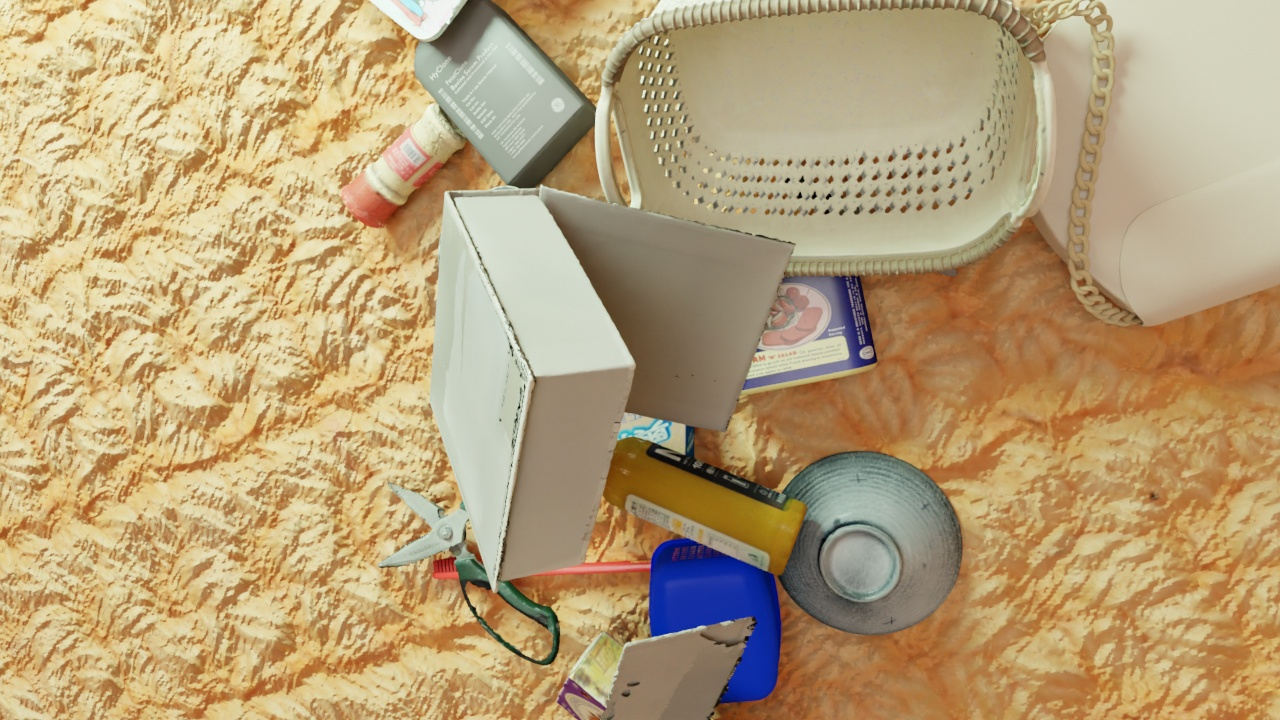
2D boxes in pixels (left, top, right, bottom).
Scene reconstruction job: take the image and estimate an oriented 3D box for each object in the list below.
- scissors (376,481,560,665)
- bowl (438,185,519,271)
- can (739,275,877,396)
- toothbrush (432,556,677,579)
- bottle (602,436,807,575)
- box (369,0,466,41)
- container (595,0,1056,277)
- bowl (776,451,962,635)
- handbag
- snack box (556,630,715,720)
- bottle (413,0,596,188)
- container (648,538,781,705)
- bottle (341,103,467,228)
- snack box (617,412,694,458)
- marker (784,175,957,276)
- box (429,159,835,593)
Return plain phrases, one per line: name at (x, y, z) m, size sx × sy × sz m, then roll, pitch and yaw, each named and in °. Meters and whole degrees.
scissors at (-0.115, 0.155, 0.732) m, size 0.202 × 0.015 × 0.202 m, roll -29°, pitch 81°, yaw 13°
bowl at (-0.094, -0.073, 0.696) m, size 0.110 × 0.055 × 0.110 m, roll 1°, pitch 95°, yaw 17°
can at (0.102, -0.030, 0.643) m, size 0.116 × 0.056 × 0.092 m, roll -12°, pitch 93°, yaw 17°
toothbrush at (-0.071, 0.162, 0.733) m, size 0.213 × 0.012 × 0.018 m, roll -6°, pitch 90°, yaw 17°
bottle at (0.021, 0.090, 0.644) m, size 0.186 × 0.053 × 0.053 m, roll 21°, pitch 100°, yaw 14°
box at (-0.170, -0.342, 0.684) m, size 0.201 × 0.038 × 0.152 m, roll 44°, pitch 103°, yaw 20°
container at (0.109, -0.152, 0.550) m, size 0.246 × 0.142 × 0.185 m, roll 2°, pitch 137°, yaw 16°
bowl at (0.155, 0.135, 0.642) m, size 0.137 × 0.057 × 0.137 m, roll 1°, pitch 95°, yaw 16°
handbag at (0.336, -0.139, 0.543) m, size 0.211 × 0.103 × 0.208 m, roll -21°, pitch 93°, yaw 18°
snack box at (0.012, 0.266, 0.655) m, size 0.148 × 0.144 × 0.040 m, roll 36°, pitch 64°, yaw 10°
bottle at (-0.119, -0.221, 0.695) m, size 0.084 × 0.046 × 0.174 m, roll -43°, pitch 83°, yaw 15°
container at (0.054, 0.190, 0.667) m, size 0.096 × 0.058 × 0.114 m, roll -7°, pitch 95°, yaw 7°
bottle at (-0.185, -0.153, 0.723) m, size 0.109 × 0.044 × 0.044 m, roll -39°, pitch 84°, yaw 15°
snack box at (-0.004, 0.004, 0.688) m, size 0.087 × 0.034 × 0.151 m, roll 2°, pitch 95°, yaw 16°
marker at (0.159, -0.095, 0.639) m, size 0.138 × 0.022 × 0.016 m, roll 33°, pitch 98°, yaw 12°
box at (0.030, -0.039, 0.622) m, size 0.173 × 0.420 × 0.168 m, roll 38°, pitch 135°, yaw 25°
